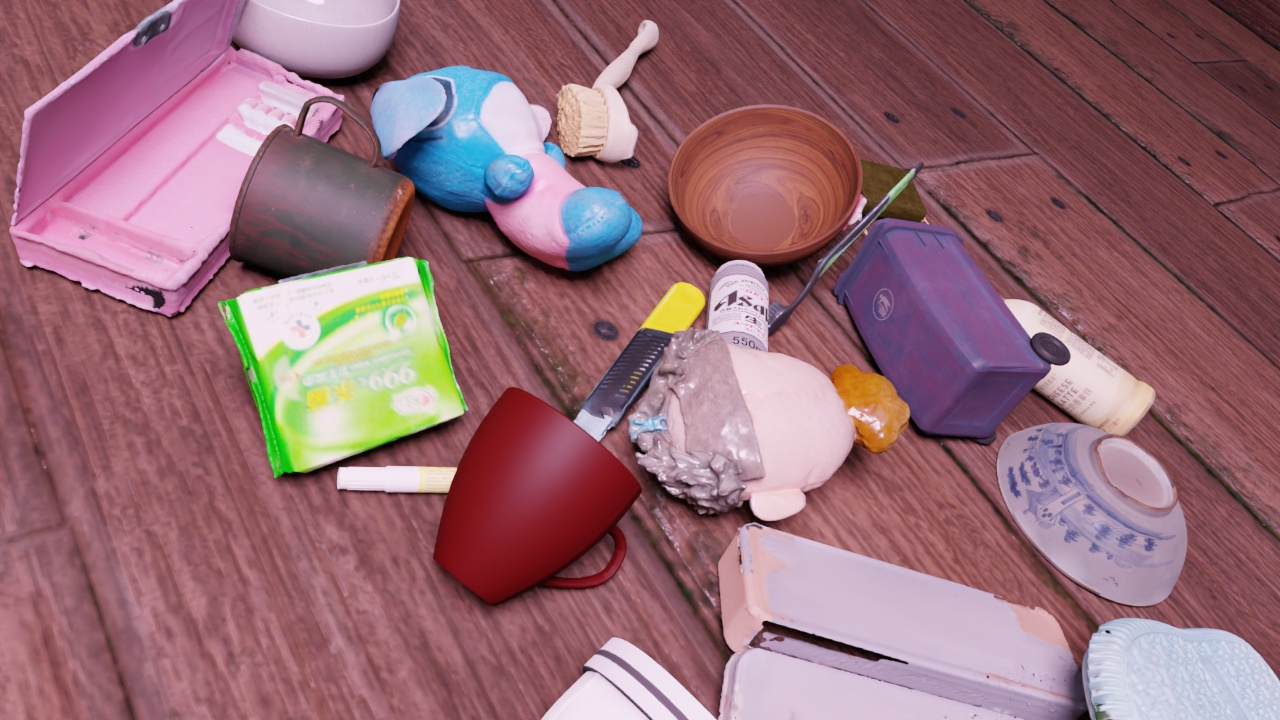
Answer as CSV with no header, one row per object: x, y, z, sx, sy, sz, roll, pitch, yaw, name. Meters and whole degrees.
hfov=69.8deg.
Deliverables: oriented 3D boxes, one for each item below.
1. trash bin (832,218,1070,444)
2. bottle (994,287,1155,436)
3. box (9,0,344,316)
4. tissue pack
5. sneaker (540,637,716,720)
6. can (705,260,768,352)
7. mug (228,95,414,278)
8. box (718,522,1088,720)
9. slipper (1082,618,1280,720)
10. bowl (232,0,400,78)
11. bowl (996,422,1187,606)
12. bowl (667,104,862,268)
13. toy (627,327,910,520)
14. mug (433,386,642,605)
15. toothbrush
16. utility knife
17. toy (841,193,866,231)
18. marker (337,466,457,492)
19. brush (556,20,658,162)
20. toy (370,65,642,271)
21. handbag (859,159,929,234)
0.226,-0.027,0.697,0.092,0.094,0.160,3,45,-25,trash bin
0.335,-0.003,0.755,0.162,0.057,0.056,39,43,12,bottle
-0.258,-0.147,0.541,0.099,0.115,0.232,23,43,-7,box
-0.153,-0.001,0.482,0.113,0.034,0.099,-20,97,-37,tissue pack
0.037,0.233,0.359,0.097,0.091,0.245,-37,75,-25,sneaker
0.068,-0.023,0.644,0.044,0.044,0.106,20,43,-10,can
-0.179,-0.095,0.535,0.081,0.111,0.084,21,23,-10,mug
0.144,0.180,0.493,0.216,0.063,0.156,19,54,-11,box
0.308,0.208,0.526,0.275,0.070,0.116,12,49,-43,slipper
-0.251,-0.260,0.690,0.131,0.065,0.131,15,44,-15,bowl
0.338,0.096,0.661,0.150,0.057,0.150,14,45,-15,bowl
0.097,-0.125,0.727,0.147,0.069,0.147,-3,60,6,bowl
0.077,0.037,0.557,0.175,0.076,0.132,-2,58,-12,toy
-0.052,0.083,0.463,0.088,0.087,0.114,-52,121,-15,mug
0.150,-0.086,0.693,0.188,0.014,0.017,-46,61,-8,toothbrush
-0.004,0.003,0.599,0.029,0.020,0.197,32,41,6,utility knife
0.144,-0.128,0.785,0.102,0.050,0.065,18,57,32,toy
-0.094,0.065,0.496,0.132,0.014,0.014,4,48,-24,marker
-0.020,-0.252,0.819,0.077,0.062,0.271,27,38,-8,brush
-0.084,-0.132,0.637,0.191,0.099,0.223,35,15,4,toy
0.238,-0.109,0.838,0.084,0.028,0.177,5,53,-23,handbag
